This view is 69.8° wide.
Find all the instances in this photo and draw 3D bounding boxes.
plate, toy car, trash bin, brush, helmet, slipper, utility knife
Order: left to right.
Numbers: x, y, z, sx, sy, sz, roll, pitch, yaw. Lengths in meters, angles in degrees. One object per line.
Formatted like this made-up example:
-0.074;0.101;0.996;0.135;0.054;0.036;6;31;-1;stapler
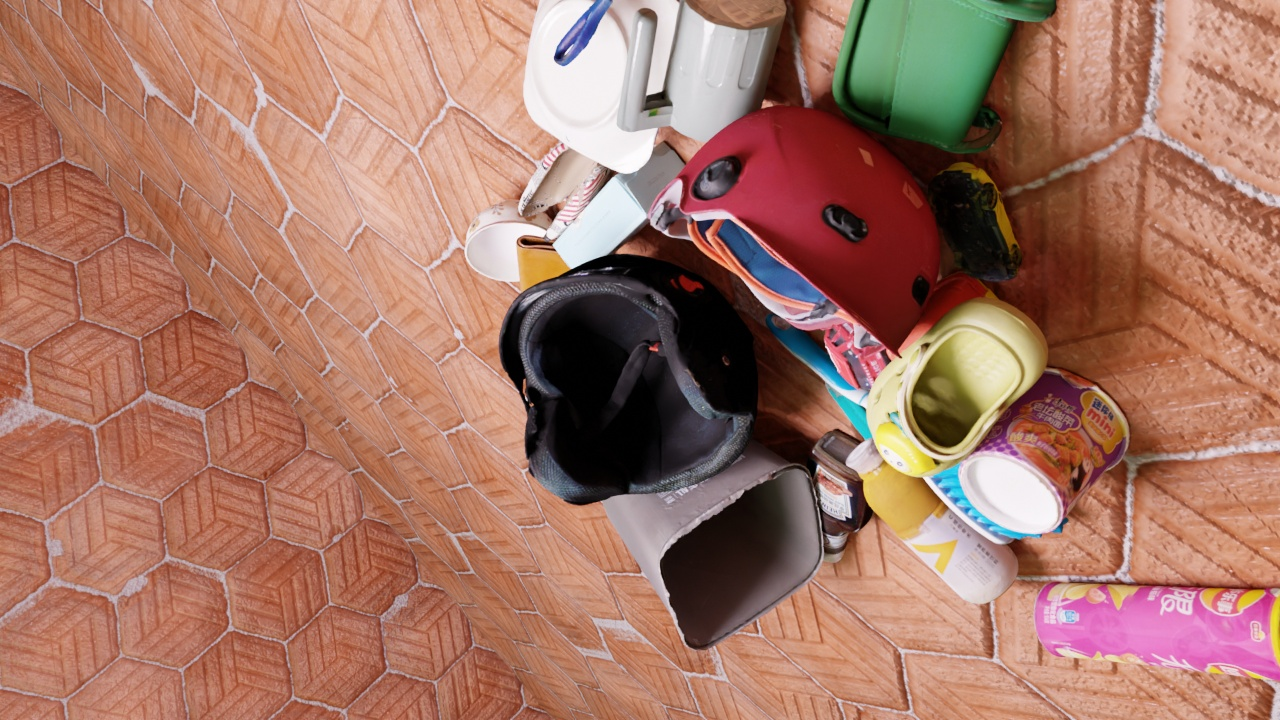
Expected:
-0.045;-0.261;0.813;0.164;0.034;0.164;33;124;23;plate
-0.005;0.005;0.929;0.234;0.229;0.274;-35;107;30;helmet
0.064;0.168;1.059;0.220;0.198;0.199;42;155;49;trash bin
0.133;-0.106;0.679;0.207;0.144;0.240;33;-178;-25;helmet
0.187;-0.012;0.804;0.053;0.045;0.120;62;-173;-18;toy car
0.254;0.098;0.928;0.221;0.013;0.029;50;151;-6;utility knife
0.245;0.052;0.852;0.314;0.060;0.110;47;154;6;brush
0.216;0.031;0.671;0.091;0.081;0.191;42;147;14;slipper
0.250;-0.102;0.680;0.048;0.032;0.105;8;143;48;toy car

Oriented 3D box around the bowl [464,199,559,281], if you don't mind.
-0.151;-0.150;1.093;0.113;0.062;0.114;-4;148;-2;bowl

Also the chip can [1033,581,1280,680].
0.443;0.225;0.773;0.071;0.071;0.211;54;150;-10;chip can

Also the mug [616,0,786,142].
0.045;-0.231;0.707;0.104;0.123;0.083;103;146;-53;mug

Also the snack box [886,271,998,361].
0.251;-0.011;0.736;0.091;0.080;0.082;48;151;-1;snack box

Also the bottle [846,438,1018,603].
0.280;0.153;0.893;0.189;0.067;0.068;44;150;0;bottle

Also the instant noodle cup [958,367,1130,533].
0.316;0.077;0.738;0.111;0.099;0.112;35;148;25;instant noodle cup

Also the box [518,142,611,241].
-0.083;-0.194;0.973;0.081;0.074;0.164;39;153;-6;box

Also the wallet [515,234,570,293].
-0.086;-0.095;1.093;0.119;0.035;0.131;12;148;4;wallet

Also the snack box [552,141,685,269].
-0.022;-0.149;0.933;0.051;0.074;0.175;50;150;-5;snack box

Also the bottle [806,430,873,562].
0.218;0.160;1.018;0.080;0.043;0.195;34;149;30;bottle

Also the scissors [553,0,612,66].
-0.021;-0.295;0.715;0.012;0.162;0.176;24;132;-28;scissors

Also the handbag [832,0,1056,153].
0.195;-0.206;0.602;0.120;0.067;0.132;29;145;16;handbag
